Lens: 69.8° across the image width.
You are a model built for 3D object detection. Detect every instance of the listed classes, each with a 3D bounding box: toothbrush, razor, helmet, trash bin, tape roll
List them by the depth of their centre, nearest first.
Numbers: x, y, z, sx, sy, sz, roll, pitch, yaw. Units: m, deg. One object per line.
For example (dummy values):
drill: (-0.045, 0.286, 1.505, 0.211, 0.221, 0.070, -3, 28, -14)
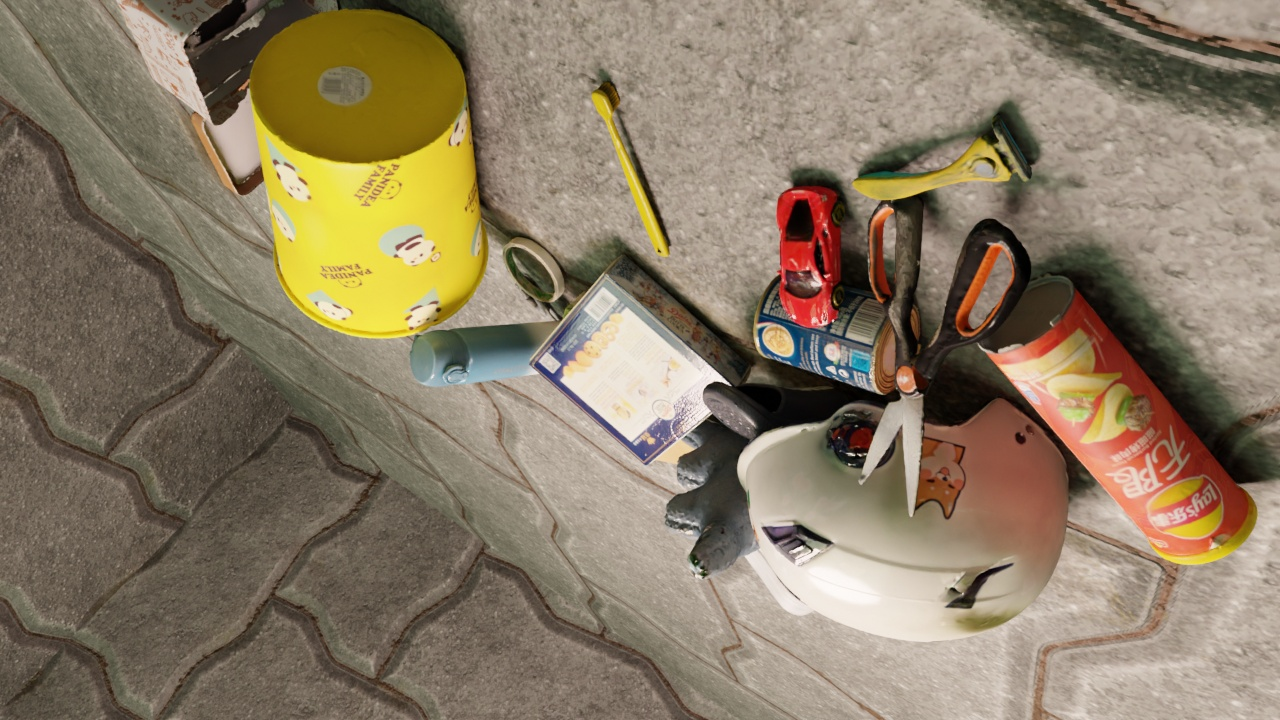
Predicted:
razor: (0.181, -0.119, 0.584, 0.043, 0.028, 0.133, 45, 159, -23)
helmet: (0.218, 0.150, 0.765, 0.274, 0.156, 0.230, -3, 143, 10)
toothbrush: (-0.004, -0.161, 0.800, 0.016, 0.016, 0.190, 22, 153, 34)
trash bin: (-0.263, -0.181, 0.905, 0.229, 0.229, 0.256, 35, 152, 9)
tape roll: (-0.125, -0.106, 1.073, 0.086, 0.013, 0.086, 31, 148, 21)

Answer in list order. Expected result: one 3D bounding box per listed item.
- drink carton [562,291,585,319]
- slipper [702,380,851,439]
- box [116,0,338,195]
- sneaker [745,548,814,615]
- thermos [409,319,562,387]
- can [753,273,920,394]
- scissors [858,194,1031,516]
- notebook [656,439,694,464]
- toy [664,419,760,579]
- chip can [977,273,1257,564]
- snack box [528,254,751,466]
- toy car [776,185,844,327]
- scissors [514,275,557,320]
drink carton: (-0.031, -0.024, 1.052, 0.122, 0.045, 0.054, 33, 141, 12)
slipper: (0.169, 0.067, 0.900, 0.268, 0.083, 0.111, 32, 175, -33)
box: (-0.379, -0.296, 0.904, 0.082, 0.176, 0.261, 36, 157, 6)
sneaker: (0.145, 0.170, 1.062, 0.242, 0.089, 0.091, 54, 130, 33)
thermos: (-0.162, -0.008, 1.045, 0.070, 0.220, 0.070, 6, 99, 38)
can: (0.157, -0.023, 0.733, 0.111, 0.075, 0.075, 20, 151, 37)
scissors: (0.192, -0.004, 0.618, 0.205, 0.021, 0.224, -22, 78, 60)
notebook: (0.013, 0.095, 1.257, 0.149, 0.012, 0.212, 49, 155, -26)
toy: (0.097, 0.134, 0.969, 0.138, 0.355, 0.091, 6, 110, 1)
chip can: (0.319, 0.042, 0.616, 0.216, 0.073, 0.073, 45, 157, -12)
snack box: (-0.006, 0.006, 0.987, 0.182, 0.045, 0.178, 41, 133, -5)
toy car: (0.125, -0.076, 0.683, 0.049, 0.031, 0.106, 11, 112, 45)
scissors: (-0.103, -0.043, 1.168, 0.159, 0.014, 0.181, 44, 156, -9)
